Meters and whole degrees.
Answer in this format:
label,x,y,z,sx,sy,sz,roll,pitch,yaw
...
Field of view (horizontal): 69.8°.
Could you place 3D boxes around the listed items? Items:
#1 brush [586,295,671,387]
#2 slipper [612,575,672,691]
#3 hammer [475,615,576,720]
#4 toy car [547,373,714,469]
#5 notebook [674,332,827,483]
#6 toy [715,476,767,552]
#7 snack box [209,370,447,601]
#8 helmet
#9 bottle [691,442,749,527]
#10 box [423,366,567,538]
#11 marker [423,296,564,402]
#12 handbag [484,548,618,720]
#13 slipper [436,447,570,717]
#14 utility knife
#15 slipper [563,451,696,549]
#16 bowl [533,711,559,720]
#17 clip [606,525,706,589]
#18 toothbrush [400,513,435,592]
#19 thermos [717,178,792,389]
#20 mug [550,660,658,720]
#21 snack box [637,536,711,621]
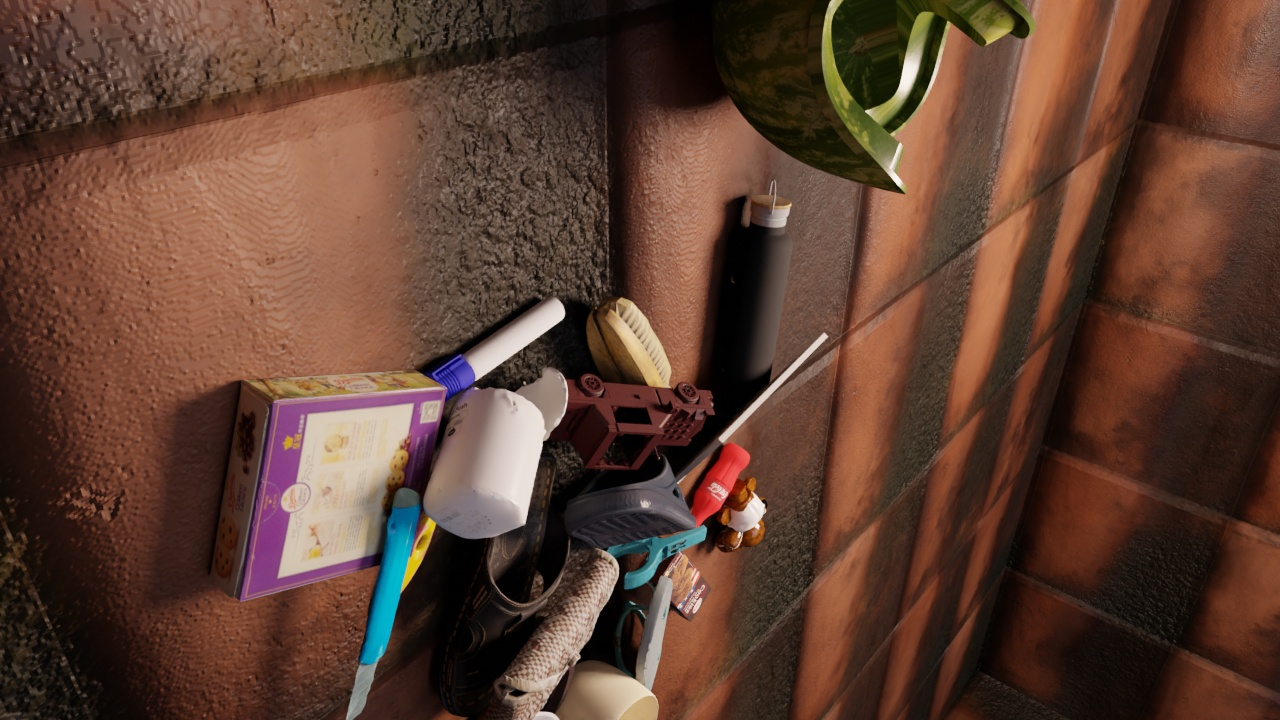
label,x,y,z,sx,sy,sz,roll,pitch,yaw
brush,-0.005,0.005,0.878,0.043,0.059,0.195,-61,149,-24
slipper,-0.004,0.340,1.078,0.269,0.055,0.098,93,13,-48
hammer,-0.181,0.388,0.896,0.322,0.033,0.115,-40,137,-33
toy car,-0.012,0.057,0.830,0.169,0.061,0.070,5,137,-30
notebook,0.124,0.058,1.066,0.209,0.009,0.143,-40,173,-33
toy,0.129,0.198,1.188,0.087,0.067,0.113,-46,133,-28
snack box,-0.216,0.083,0.646,0.147,0.041,0.143,-3,112,-54
helmet,0.176,-0.278,0.793,0.243,0.247,0.213,31,104,-17
bottle,0.091,0.158,1.125,0.118,0.036,0.036,-56,145,-14
box,-0.112,0.061,0.727,0.092,0.083,0.165,32,47,-29
marker,-0.115,-0.013,0.744,0.132,0.023,0.027,-39,117,-35
handbag,-0.081,0.273,0.850,0.185,0.047,0.124,-47,163,-49
slipper,-0.117,0.208,0.830,0.112,0.076,0.268,-2,112,-54
utility knife,-0.196,0.186,0.690,0.031,0.015,0.205,-1,111,-54
slipper,-0.016,0.135,0.906,0.268,0.111,0.083,50,25,-72
bowl,-0.130,0.383,0.895,0.109,0.041,0.110,-27,127,-42
clip,0.023,0.214,1.017,0.126,0.114,0.028,-22,132,-30
toothbrush,-0.179,0.141,0.756,0.021,0.016,0.135,29,86,-61
thermos,0.129,-0.084,1.006,0.061,0.061,0.232,-24,128,-46
mug,-0.056,0.390,1.007,0.119,0.100,0.096,-24,127,-43
snack box,0.043,0.272,1.134,0.051,0.032,0.141,-54,145,-17
